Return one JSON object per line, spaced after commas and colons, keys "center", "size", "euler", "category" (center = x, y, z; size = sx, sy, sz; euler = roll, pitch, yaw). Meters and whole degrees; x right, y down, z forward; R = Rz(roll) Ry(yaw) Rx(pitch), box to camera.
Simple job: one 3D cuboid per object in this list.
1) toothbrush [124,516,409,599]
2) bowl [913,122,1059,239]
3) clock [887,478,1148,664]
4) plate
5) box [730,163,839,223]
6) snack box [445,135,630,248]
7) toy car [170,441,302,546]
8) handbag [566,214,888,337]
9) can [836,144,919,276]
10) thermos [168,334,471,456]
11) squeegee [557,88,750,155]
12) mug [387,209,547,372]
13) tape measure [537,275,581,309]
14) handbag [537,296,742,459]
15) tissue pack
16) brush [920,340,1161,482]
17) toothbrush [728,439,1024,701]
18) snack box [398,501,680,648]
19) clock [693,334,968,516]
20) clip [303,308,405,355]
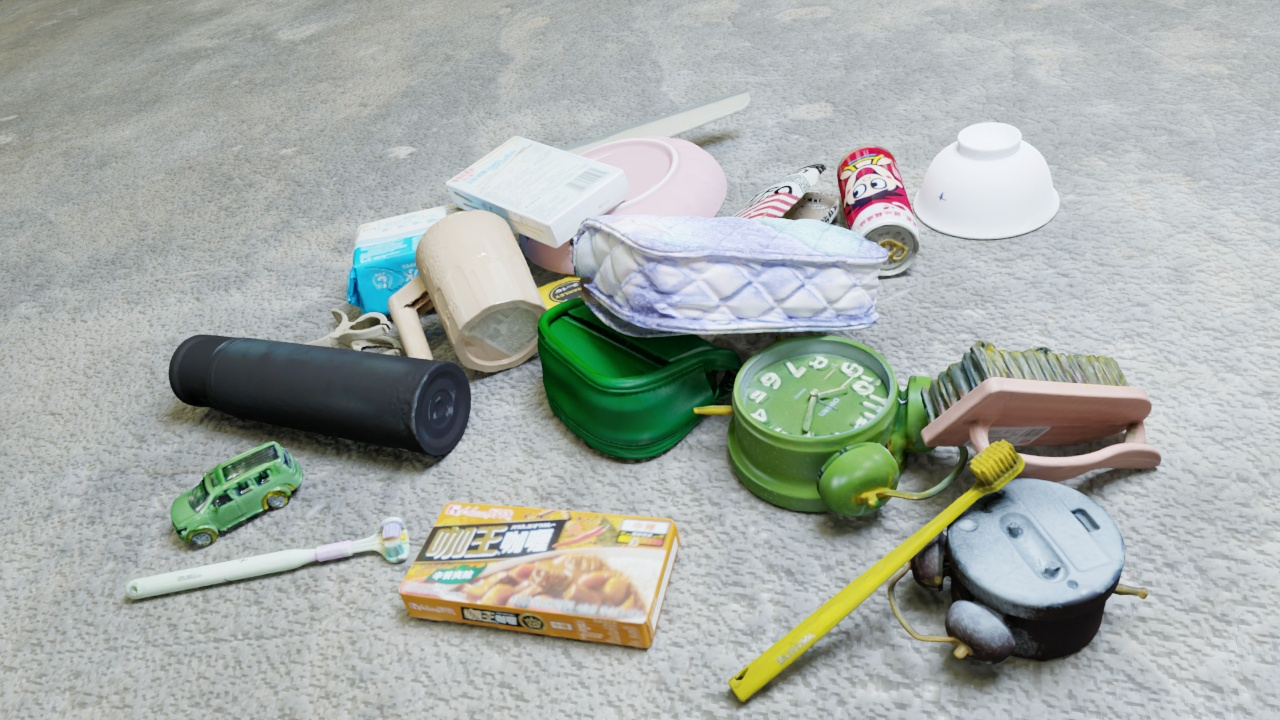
{"center": [-0.243, 0.132, 0.594], "size": [0.189, 0.029, 0.020], "euler": [-11, -4, 4], "category": "toothbrush"}
{"center": [0.292, -0.160, 0.774], "size": [0.118, 0.065, 0.118], "euler": [-8, 39, 6], "category": "bowl"}
{"center": [0.188, 0.111, 0.472], "size": [0.122, 0.055, 0.082], "euler": [-17, 39, -4], "category": "clock"}
{"center": [-0.021, -0.148, 0.808], "size": [0.192, 0.039, 0.192], "euler": [-12, 40, 10], "category": "plate"}
{"center": [0.111, -0.103, 0.778], "size": [0.075, 0.077, 0.163], "euler": [-12, 27, 48], "category": "box"}
{"center": [-0.090, -0.147, 0.781], "size": [0.084, 0.027, 0.157], "euler": [-40, 43, -23], "category": "snack box"}
{"center": [-0.285, 0.092, 0.643], "size": [0.091, 0.036, 0.043], "euler": [-32, 43, -18], "category": "toy car"}
{"center": [0.060, -0.059, 0.631], "size": [0.193, 0.076, 0.134], "euler": [-1, 20, -22], "category": "handbag"}
{"center": [0.197, -0.127, 0.767], "size": [0.053, 0.053, 0.132], "euler": [-5, 39, 9], "category": "can"}
{"center": [-0.243, 0.016, 0.704], "size": [0.243, 0.068, 0.089], "euler": [8, 20, 25], "category": "thermos"}
{"center": [0.012, -0.155, 0.866], "size": [0.246, 0.039, 0.246], "euler": [-17, 39, 4], "category": "squeegee"}
{"center": [-0.140, -0.043, 0.728], "size": [0.125, 0.084, 0.103], "euler": [-36, 54, 9], "category": "mug"}
{"center": [-0.056, -0.046, 0.754], "size": [0.060, 0.029, 0.057], "euler": [-22, 33, -12], "category": "tape measure"}
{"center": [-0.004, 0.004, 0.657], "size": [0.120, 0.068, 0.131], "euler": [-22, 37, -26], "category": "handbag"}
{"center": [-0.191, -0.089, 0.818], "size": [0.140, 0.063, 0.090], "euler": [-14, 34, -5], "category": "tissue pack"}
{"center": [0.236, 0.034, 0.527], "size": [0.145, 0.063, 0.073], "euler": [4, 55, -24], "category": "brush"}
{"center": [0.119, 0.107, 0.469], "size": [0.190, 0.016, 0.015], "euler": [-41, 22, 2], "category": "toothbrush"}
{"center": [-0.059, 0.124, 0.546], "size": [0.154, 0.026, 0.075], "euler": [2, 40, 17], "category": "snack box"}
{"center": [0.124, 0.041, 0.575], "size": [0.161, 0.056, 0.115], "euler": [25, 52, 37], "category": "clock"}
{"center": [-0.243, -0.019, 0.772], "size": [0.097, 0.034, 0.060], "euler": [6, 42, 29], "category": "clip"}
